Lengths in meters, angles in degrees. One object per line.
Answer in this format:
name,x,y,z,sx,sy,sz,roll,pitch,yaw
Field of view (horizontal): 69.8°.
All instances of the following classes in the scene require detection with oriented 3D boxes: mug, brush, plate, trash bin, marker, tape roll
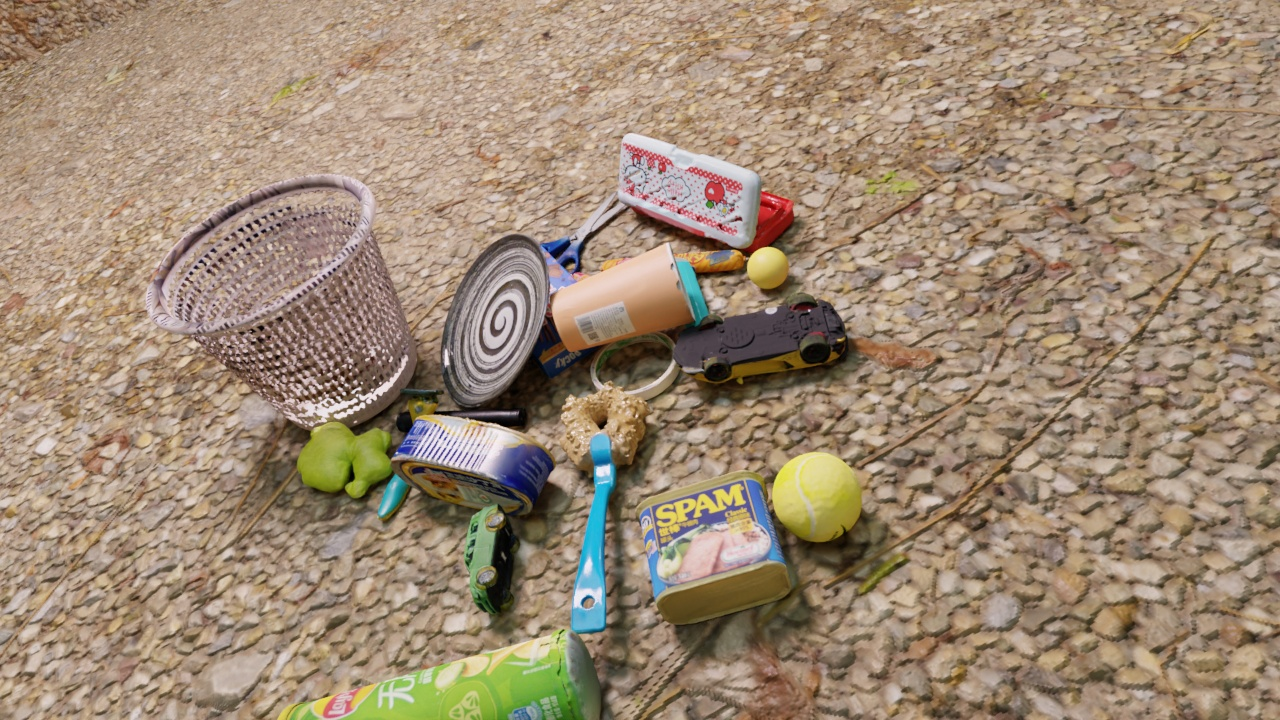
mug,-0.018,-0.053,0.857,0.123,0.078,0.078,-19,42,6
brush,-0.034,0.109,0.743,0.083,0.046,0.254,-9,38,9
plate,-0.140,-0.038,0.905,0.180,0.024,0.179,-23,57,40
trash bin,-0.329,-0.042,0.911,0.228,0.192,0.227,-11,43,11
marker,-0.172,0.056,0.878,0.132,0.020,0.022,-4,30,18
tape roll,-0.005,0.005,0.867,0.086,0.014,0.085,-12,44,11

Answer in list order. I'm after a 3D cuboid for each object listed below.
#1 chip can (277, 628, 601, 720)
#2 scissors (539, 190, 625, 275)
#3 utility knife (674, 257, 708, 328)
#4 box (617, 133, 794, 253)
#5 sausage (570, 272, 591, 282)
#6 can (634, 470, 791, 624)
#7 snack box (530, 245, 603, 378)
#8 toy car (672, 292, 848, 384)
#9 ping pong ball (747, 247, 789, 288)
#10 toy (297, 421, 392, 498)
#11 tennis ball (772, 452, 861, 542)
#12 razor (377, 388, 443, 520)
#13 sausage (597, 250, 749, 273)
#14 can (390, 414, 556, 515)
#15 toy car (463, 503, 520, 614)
chip can,-0.137,0.246,0.631,0.221,0.073,0.072,-17,43,4
scissors,-0.079,-0.141,1.046,0.141,0.012,0.170,-3,47,15
utility knife,0.051,-0.045,0.888,0.029,0.013,0.164,-14,51,-1
box,0.058,-0.187,0.976,0.201,0.099,0.095,28,62,39
sausage,-0.019,-0.066,0.942,0.156,0.020,0.020,21,57,37
can,0.054,0.138,0.676,0.102,0.057,0.083,-18,45,5
snack box,-0.098,-0.054,0.946,0.084,0.026,0.157,-34,49,-12
toy car,0.106,-0.016,0.822,0.156,0.041,0.071,-11,43,7
ping pong ball,0.124,-0.090,0.892,0.040,0.040,0.040,-11,43,11
toy,-0.284,0.094,0.874,0.100,0.031,0.096,-19,51,5
tennis ball,0.130,0.101,0.676,0.065,0.065,0.065,-11,43,11
razor,-0.217,0.087,0.851,0.043,0.028,0.132,2,63,20
sausage,0.033,-0.099,0.952,0.165,0.021,0.021,-3,46,19
can,-0.146,0.090,0.793,0.148,0.075,0.049,7,53,29
toy car,-0.120,0.159,0.735,0.036,0.043,0.091,-12,42,6
